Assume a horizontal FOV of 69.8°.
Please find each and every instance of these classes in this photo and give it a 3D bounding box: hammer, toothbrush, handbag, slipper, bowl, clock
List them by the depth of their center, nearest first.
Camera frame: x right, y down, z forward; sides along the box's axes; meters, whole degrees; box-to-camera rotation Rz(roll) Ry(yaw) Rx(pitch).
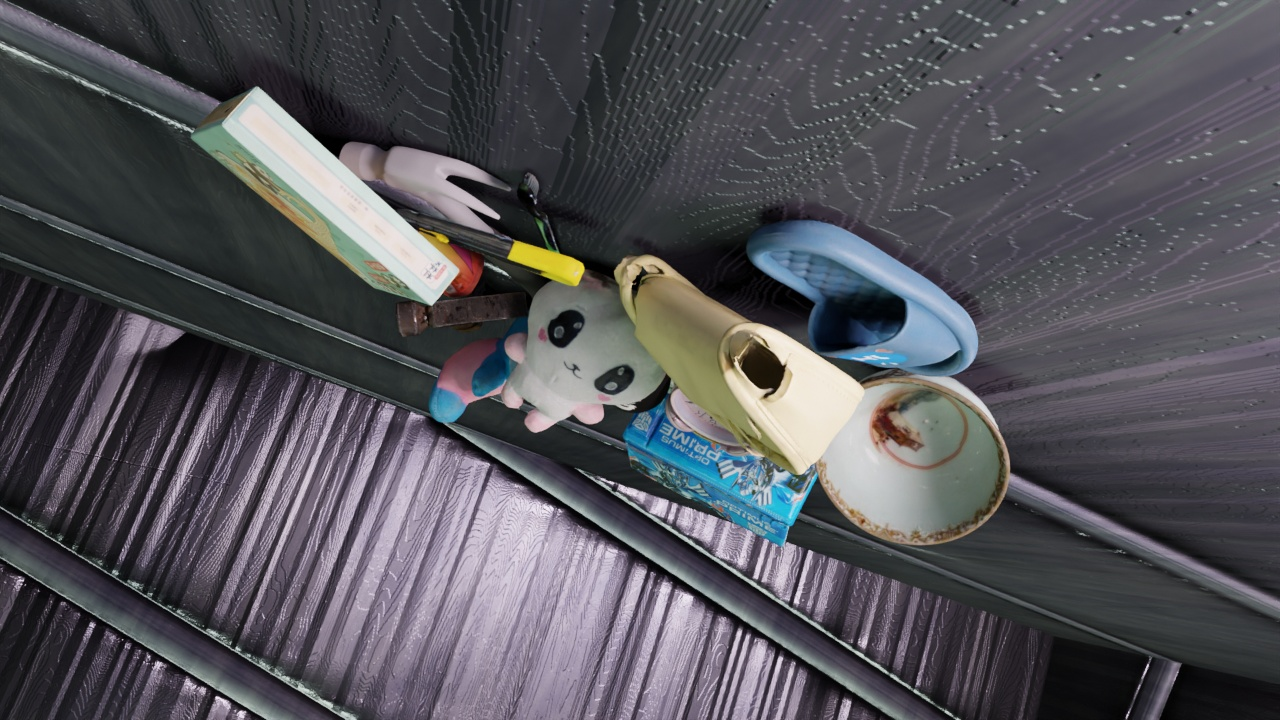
[{"bbox_3d":[0.155,-0.032,0.629,0.213,0.059,0.104,30,161,-37],"label":"slipper"},{"bbox_3d":[0.070,0.007,0.705,0.191,0.088,0.233,37,-179,-32],"label":"handbag"},{"bbox_3d":[-0.078,-0.110,0.742,0.014,0.017,0.188,21,171,6],"label":"toothbrush"},{"bbox_3d":[-0.126,-0.100,0.810,0.125,0.029,0.311,14,167,23],"label":"hammer"},{"bbox_3d":[0.241,0.071,0.810,0.160,0.160,0.093,15,-153,18],"label":"bowl"},{"bbox_3d":[0.085,0.045,0.959,0.117,0.058,0.158,27,151,5],"label":"clock"},{"bbox_3d":[-0.186,-0.046,1.005,0.120,0.033,0.330,-6,-178,-8],"label":"hammer"}]

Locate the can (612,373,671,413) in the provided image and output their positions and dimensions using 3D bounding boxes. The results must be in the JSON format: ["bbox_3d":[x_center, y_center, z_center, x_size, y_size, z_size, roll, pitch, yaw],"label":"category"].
[{"bbox_3d":[-0.006,0.006,0.968,0.080,0.080,0.146,18,168,4],"label":"can"}]

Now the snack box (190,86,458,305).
[{"bbox_3d":[-0.246,-0.124,0.715,0.193,0.044,0.142,45,164,-31],"label":"snack box"}]

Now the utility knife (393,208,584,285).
[{"bbox_3d":[-0.128,-0.093,0.723,0.174,0.020,0.029,19,170,9],"label":"utility knife"}]

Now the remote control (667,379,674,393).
[{"bbox_3d":[0.067,0.026,1.042,0.133,0.022,0.050,14,147,36],"label":"remote control"}]

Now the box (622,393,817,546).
[{"bbox_3d":[0.103,0.138,1.206,0.243,0.114,0.114,26,170,17],"label":"box"}]

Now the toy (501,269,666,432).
[{"bbox_3d":[-0.058,-0.003,0.853,0.139,0.180,0.101,45,-159,-8],"label":"toy"}]

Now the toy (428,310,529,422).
[{"bbox_3d":[-0.132,0.003,1.020,0.192,0.099,0.223,-22,180,14],"label":"toy"}]

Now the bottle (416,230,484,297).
[{"bbox_3d":[-0.217,-0.107,0.862,0.134,0.048,0.072,27,164,-33],"label":"bottle"}]
